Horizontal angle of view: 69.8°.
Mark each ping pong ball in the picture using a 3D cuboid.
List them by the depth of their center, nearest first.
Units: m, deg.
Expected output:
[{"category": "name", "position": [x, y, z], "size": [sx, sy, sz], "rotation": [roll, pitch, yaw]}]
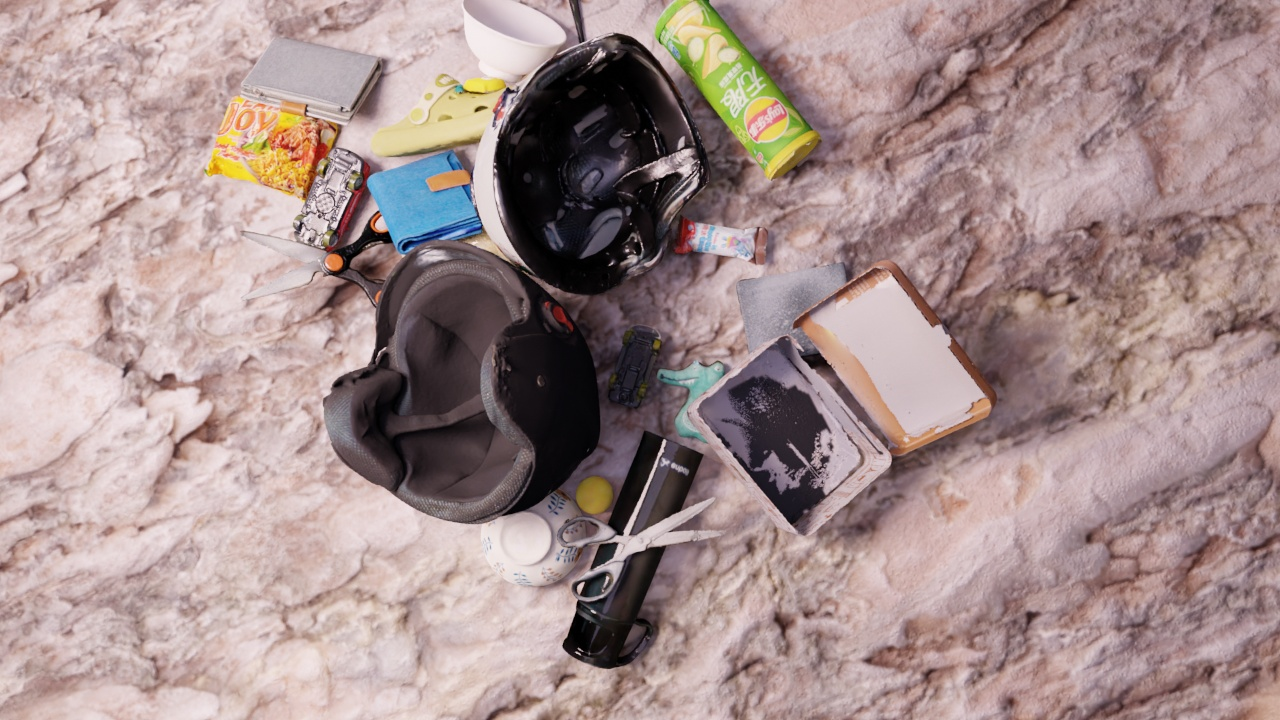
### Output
[{"category": "ping pong ball", "position": [-0.049, 0.144, 0.984], "size": [0.040, 0.040, 0.040], "rotation": [0, 84, 4]}]

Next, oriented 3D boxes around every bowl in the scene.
[{"category": "bowl", "position": [-0.117, 0.186, 0.974], "size": [0.113, 0.062, 0.113], "rotation": [0, 85, 2]}, {"category": "bowl", "position": [-0.148, -0.350, 1.022], "size": [0.118, 0.118, 0.065], "rotation": [29, 125, 6]}]

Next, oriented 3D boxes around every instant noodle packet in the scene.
[{"category": "instant noodle packet", "position": [-0.423, -0.246, 1.049], "size": [0.128, 0.044, 0.110], "rotation": [17, 81, 6]}]

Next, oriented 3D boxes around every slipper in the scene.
[{"category": "slipper", "position": [-0.211, -0.274, 1.007], "size": [0.191, 0.091, 0.081], "rotation": [-12, 104, 7]}]

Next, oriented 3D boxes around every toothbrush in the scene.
[{"category": "toothbrush", "position": [-0.075, -0.404, 1.054], "size": [0.016, 0.018, 0.181], "rotation": [-13, 82, 5]}]

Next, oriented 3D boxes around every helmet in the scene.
[{"category": "helmet", "position": [-0.158, 0.023, 0.912], "size": [0.234, 0.229, 0.274], "rotation": [-15, 79, 27]}, {"category": "helmet", "position": [-0.072, -0.195, 0.946], "size": [0.230, 0.157, 0.273], "rotation": [48, 67, -30]}]

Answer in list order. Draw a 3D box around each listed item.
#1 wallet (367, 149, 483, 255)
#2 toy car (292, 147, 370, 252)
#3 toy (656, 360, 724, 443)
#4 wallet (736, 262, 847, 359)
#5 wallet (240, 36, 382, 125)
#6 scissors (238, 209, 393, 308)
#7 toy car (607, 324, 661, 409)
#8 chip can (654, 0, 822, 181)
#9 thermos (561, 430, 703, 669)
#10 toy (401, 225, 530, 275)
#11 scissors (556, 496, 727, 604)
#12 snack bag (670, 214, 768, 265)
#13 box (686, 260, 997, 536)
[{"category": "wallet", "position": [-0.229, -0.173, 0.990], "size": [0.106, 0.040, 0.133], "rotation": [-21, 49, -14]}, {"category": "toy car", "position": [-0.346, -0.178, 1.035], "size": [0.053, 0.045, 0.120], "rotation": [28, 93, 8]}, {"category": "toy", "position": [0.061, 0.041, 0.993], "size": [0.096, 0.030, 0.092], "rotation": [11, 81, 5]}, {"category": "wallet", "position": [0.171, -0.051, 1.001], "size": [0.121, 0.019, 0.097], "rotation": [-10, 82, 4]}, {"category": "wallet", "position": [-0.374, -0.317, 1.045], "size": [0.130, 0.037, 0.106], "rotation": [13, 58, 5]}, {"category": "scissors", "position": [-0.313, -0.110, 1.007], "size": [0.221, 0.022, 0.224], "rotation": [36, 72, -10]}, {"category": "toy car", "position": [-0.006, 0.006, 0.997], "size": [0.042, 0.035, 0.090], "rotation": [17, 85, 4]}, {"category": "chip can", "position": [0.103, -0.302, 1.003], "size": [0.072, 0.072, 0.221], "rotation": [-37, 83, -1]}, {"category": "thermos", "position": [-0.001, 0.201, 0.969], "size": [0.090, 0.068, 0.242], "rotation": [23, 88, -27]}, {"category": "toy", "position": [-0.186, -0.129, 1.008], "size": [0.157, 0.066, 0.105], "rotation": [3, 72, -4]}, {"category": "scissors", "position": [-0.004, 0.186, 0.922], "size": [0.163, 0.014, 0.166], "rotation": [24, 86, 17]}, {"category": "snack bag", "position": [0.087, -0.132, 1.009], "size": [0.105, 0.026, 0.045], "rotation": [9, 74, 3]}, {"category": "box", "position": [0.194, 0.042, 0.921], "size": [0.273, 0.130, 0.179], "rotation": [-39, 91, 19]}]
